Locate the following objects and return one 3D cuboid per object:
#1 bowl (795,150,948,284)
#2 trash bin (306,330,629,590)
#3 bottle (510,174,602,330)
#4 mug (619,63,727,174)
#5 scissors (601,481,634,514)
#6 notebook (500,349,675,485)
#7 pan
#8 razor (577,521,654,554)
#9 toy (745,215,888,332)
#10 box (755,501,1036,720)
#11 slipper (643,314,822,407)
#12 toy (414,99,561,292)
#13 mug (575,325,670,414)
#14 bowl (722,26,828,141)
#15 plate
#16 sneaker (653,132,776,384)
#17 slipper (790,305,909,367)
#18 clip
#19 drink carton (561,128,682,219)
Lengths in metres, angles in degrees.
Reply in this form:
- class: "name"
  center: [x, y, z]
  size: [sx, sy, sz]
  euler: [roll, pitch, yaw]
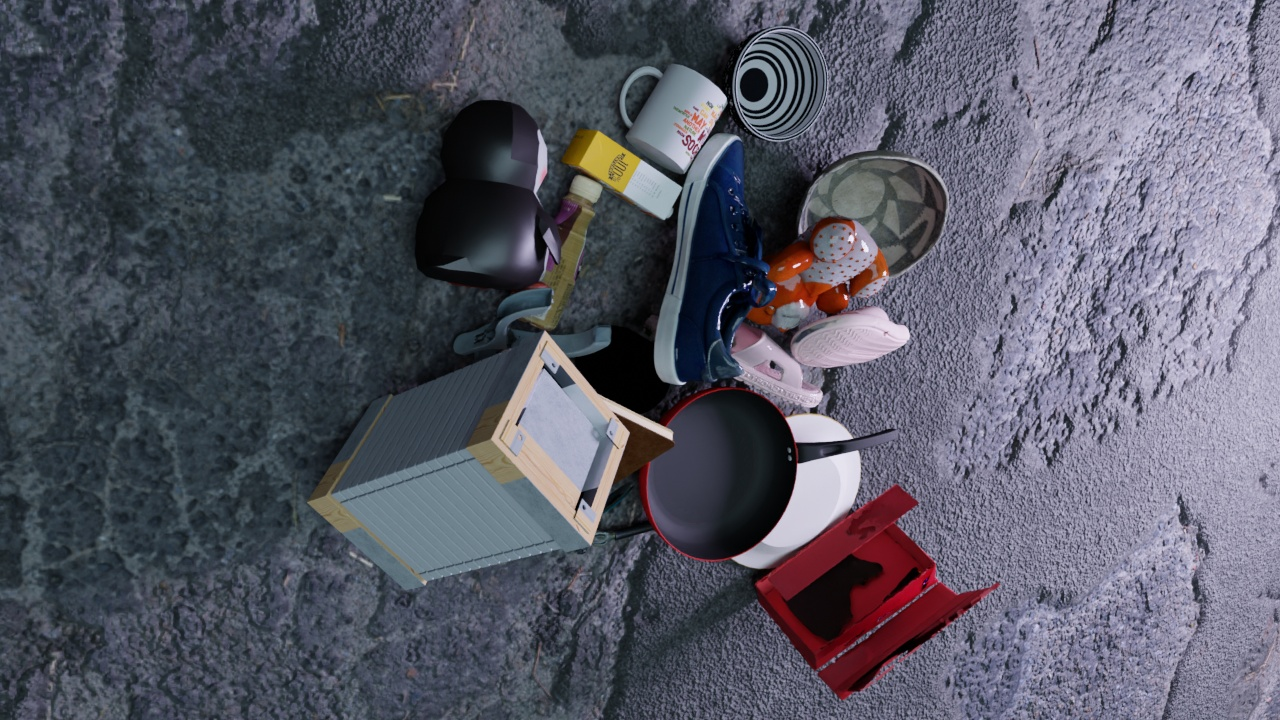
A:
- class: "bowl"
  center: [0.269, -0.183, 1.096]
  size: [0.178, 0.081, 0.179]
  euler: [0, 131, 0]
- class: "trash bin"
  center: [-0.164, 0.103, 0.893]
  size: [0.248, 0.142, 0.142]
  euler: [-20, 122, 32]
- class: "bottle"
  center: [-0.087, -0.117, 0.983]
  size: [0.059, 0.060, 0.166]
  euler: [21, 96, -28]
- class: "mug"
  center: [0.026, -0.267, 0.988]
  size: [0.105, 0.073, 0.089]
  euler: [31, 91, -2]
- class: "scissors"
  center: [-0.065, 0.174, 1.068]
  size: [0.149, 0.019, 0.123]
  euler: [-15, 130, 5]
- class: "notebook"
  center: [-0.099, 0.076, 1.001]
  size: [0.225, 0.024, 0.168]
  euler: [28, 135, -28]
- class: "pan"
  center: [0.159, 0.121, 1.125]
  size: [0.355, 0.067, 0.209]
  euler: [-11, 102, -25]
- class: "razor"
  center: [-0.010, 0.209, 1.137]
  size: [0.144, 0.022, 0.043]
  euler: [-8, 110, -22]
- class: "toy"
  center: [0.187, -0.093, 1.053]
  size: [0.173, 0.092, 0.163]
  euler: [-29, 154, 26]
- class: "box"
  center: [0.310, 0.326, 1.149]
  size: [0.210, 0.318, 0.121]
  euler: [-32, 116, -12]
- class: "slipper"
  center: [0.117, -0.014, 1.087]
  size: [0.239, 0.094, 0.064]
  euler: [22, 100, -22]
- class: "toy"
  center: [-0.153, -0.164, 0.897]
  size: [0.140, 0.159, 0.184]
  euler: [3, 94, -68]
- class: "mug"
  center: [-0.006, 0.006, 1.036]
  size: [0.121, 0.094, 0.085]
  euler: [-5, 107, -23]
- class: "bowl"
  center: [0.140, -0.307, 1.023]
  size: [0.120, 0.066, 0.120]
  euler: [-7, 108, -22]
- class: "plate"
  center: [0.198, 0.179, 1.209]
  size: [0.229, 0.021, 0.230]
  euler: [-9, 114, -22]
- class: "sneaker"
  center: [0.101, -0.113, 0.981]
  size: [0.120, 0.127, 0.294]
  euler: [45, 51, -61]
- class: "slipper"
  center: [0.262, -0.032, 1.122]
  size: [0.221, 0.107, 0.055]
  euler: [4, 63, -52]
- class: "clip"
  center: [-0.129, -0.040, 0.926]
  size: [0.174, 0.030, 0.159]
  euler: [-7, 153, 16]
- class: "drink carton"
  center: [-0.017, -0.199, 0.990]
  size: [0.122, 0.058, 0.040]
  euler: [28, 92, -28]
